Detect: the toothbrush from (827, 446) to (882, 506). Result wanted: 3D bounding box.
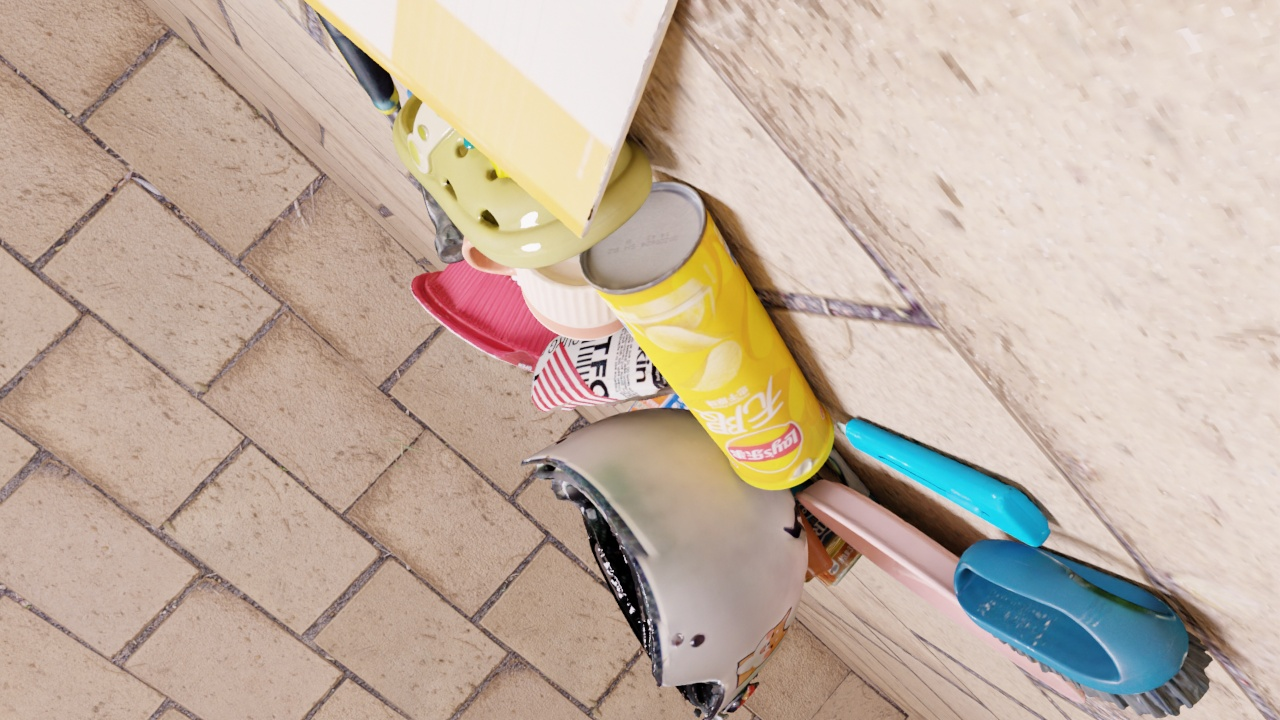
[{"bbox_3d":[0.129,0.063,0.664,0.191,0.018,0.016,47,172,-30],"label":"toothbrush"}]

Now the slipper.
[{"bbox_3d":[-0.078,-0.116,0.467,0.190,0.091,0.081,38,167,40],"label":"slipper"}]

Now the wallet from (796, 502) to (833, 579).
[{"bbox_3d":[0.093,0.132,0.788,0.108,0.031,0.132,-33,87,51],"label":"wallet"}]

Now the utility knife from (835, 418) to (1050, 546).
[{"bbox_3d":[0.157,0.060,0.511,0.034,0.018,0.160,46,173,-27],"label":"utility knife"}]

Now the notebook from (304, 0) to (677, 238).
[{"bbox_3d":[-0.081,-0.155,0.358,0.206,0.010,0.146,42,149,7],"label":"notebook"}]

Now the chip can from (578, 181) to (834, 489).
[{"bbox_3d":[0.045,-0.005,0.519,0.072,0.072,0.213,35,169,44],"label":"chip can"}]

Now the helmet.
[{"bbox_3d":[0.039,0.134,0.692,0.230,0.156,0.274,53,171,31],"label":"helmet"}]

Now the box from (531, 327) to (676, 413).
[{"bbox_3d":[0.000,0.003,0.646,0.087,0.076,0.163,22,153,-38],"label":"box"}]

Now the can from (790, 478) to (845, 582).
[{"bbox_3d":[0.131,0.137,0.835,0.111,0.075,0.075,39,172,23],"label":"can"}]

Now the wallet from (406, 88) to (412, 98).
[{"bbox_3d":[-0.115,-0.142,0.640,0.133,0.040,0.106,38,160,55],"label":"wallet"}]

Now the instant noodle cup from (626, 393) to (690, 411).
[{"bbox_3d":[0.031,0.101,1.005,0.151,0.111,0.151,41,173,6],"label":"instant noodle cup"}]

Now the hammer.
[{"bbox_3d":[-0.190,-0.200,0.655,0.324,0.032,0.126,75,173,-65],"label":"hammer"}]

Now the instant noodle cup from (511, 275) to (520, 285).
[{"bbox_3d":[-0.047,-0.059,0.729,0.173,0.060,0.138,44,172,-22],"label":"instant noodle cup"}]

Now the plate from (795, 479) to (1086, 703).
[{"bbox_3d":[0.210,0.155,0.647,0.229,0.028,0.229,36,177,2],"label":"plate"}]

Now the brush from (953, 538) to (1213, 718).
[{"bbox_3d":[0.208,0.124,0.463,0.073,0.055,0.144,43,173,-15],"label":"brush"}]

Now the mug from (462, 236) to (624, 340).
[{"bbox_3d":[-0.050,-0.066,0.555,0.114,0.081,0.106,8,168,0],"label":"mug"}]

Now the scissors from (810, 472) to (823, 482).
[{"bbox_3d":[0.101,0.053,0.748,0.130,0.019,0.185,36,168,41],"label":"scissors"}]

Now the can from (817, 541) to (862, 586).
[{"bbox_3d":[0.149,0.154,0.904,0.147,0.058,0.058,40,172,17],"label":"can"}]

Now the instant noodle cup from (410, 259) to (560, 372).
[{"bbox_3d":[-0.108,-0.056,0.843,0.194,0.066,0.193,27,-164,-9],"label":"instant noodle cup"}]
